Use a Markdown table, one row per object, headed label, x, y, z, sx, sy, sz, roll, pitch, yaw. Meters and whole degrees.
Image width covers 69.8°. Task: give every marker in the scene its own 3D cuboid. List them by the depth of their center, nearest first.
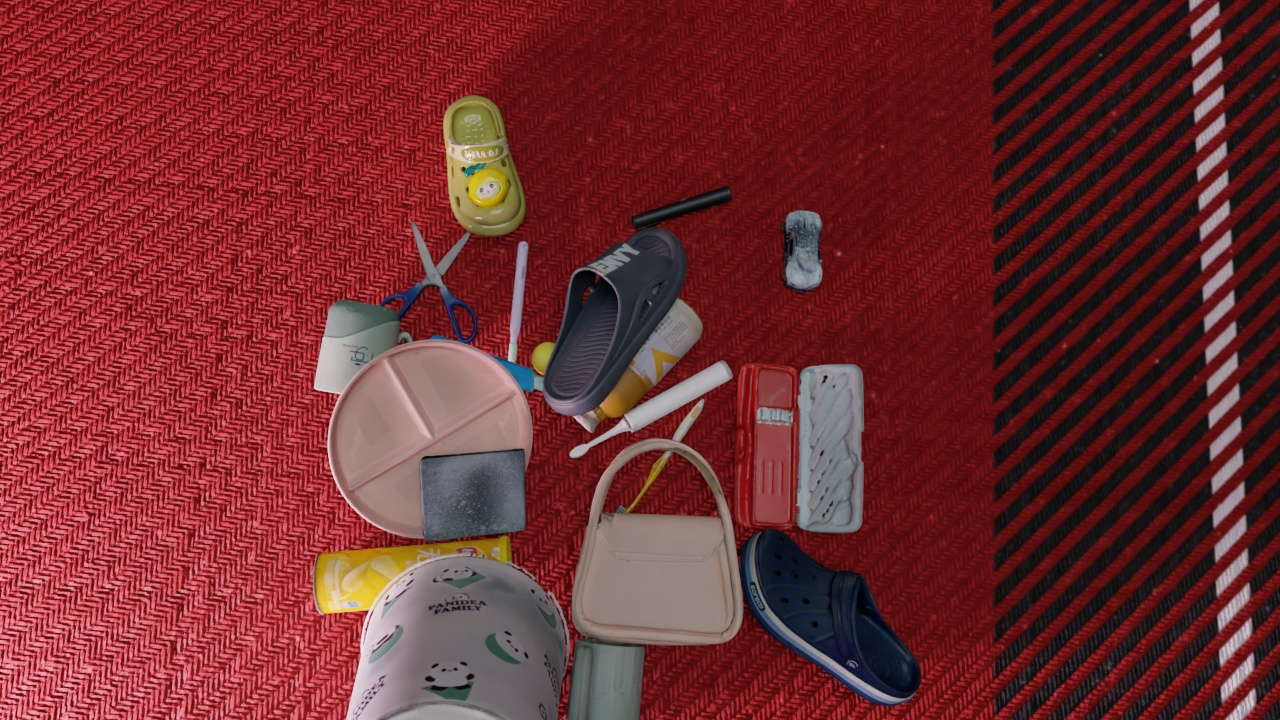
| label | x | y | z | sx | sy | sz | roll | pitch | yaw |
| --- | --- | --- | --- | --- | --- | --- | --- | --- | --- |
| marker | 0.053 | -0.193 | 1.163 | 0.132 | 0.020 | 0.022 | -18 | 70 | -7 |

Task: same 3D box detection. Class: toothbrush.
| label | x | y | z | sx | sy | sz | roll | pitch | yaw |
| --- | --- | --- | --- | --- | --- | --- | --- | --- | --- |
| toothbrush | 0.021 | 0.123 | 1.106 | 0.018 | 0.016 | 0.191 | 33 | 80 | 11 |
| toothbrush | 0.012 | 0.062 | 1.110 | 0.221 | 0.026 | 0.026 | -29 | 72 | -8 |
| toothbrush | -0.151 | -0.055 | 1.123 | 0.029 | 0.021 | 0.189 | 9 | 78 | -31 |

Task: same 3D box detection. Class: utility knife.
| label | x | y | z | sx | sy | sz | roll | pitch | yaw |
| --- | --- | --- | --- | --- | --- | --- | --- | --- | --- |
| utility knife | -0.170 | 0.012 | 1.092 | 0.191 | 0.018 | 0.034 | 18 | 81 | 7 |

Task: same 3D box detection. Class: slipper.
| label | x | y | z | sx | sy | sz | roll | pitch | yaw |
| --- | --- | --- | --- | --- | --- | --- | --- | --- | --- |
| slipper | 0.221 | 0.288 | 1.034 | 0.253 | 0.095 | 0.104 | 42 | 37 | 1 |
| slipper | -0.036 | -0.063 | 1.065 | 0.111 | 0.083 | 0.267 | 13 | 63 | 36 |
| slipper | -0.200 | -0.247 | 1.127 | 0.091 | 0.082 | 0.190 | -13 | 78 | -4 |

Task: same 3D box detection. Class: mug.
| label | x | y | z | sx | sy | sz | roll | pitch | yaw |
| --- | --- | --- | --- | --- | --- | --- | --- | --- | --- |
| mug | -0.045 | 0.362 | 1.004 | 0.084 | 0.124 | 0.103 | 2 | 76 | 20 |
| mug | -0.315 | -0.010 | 1.072 | 0.111 | 0.082 | 0.106 | 11 | 86 | -28 |

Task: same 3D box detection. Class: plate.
| label | x | y | z | sx | sy | sz | roll | pitch | yaw |
| --- | --- | --- | --- | --- | --- | --- | --- | --- | --- |
| plate | -0.237 | 0.089 | 1.048 | 0.229 | 0.028 | 0.229 | -3 | 97 | -22 |

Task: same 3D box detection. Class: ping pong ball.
| label | x | y | z | sx | sy | sz | roll | pitch | yaw |
| --- | --- | --- | --- | --- | --- | --- | --- | --- | --- |
| ping pong ball | -0.111 | -0.002 | 1.106 | 0.040 | 0.040 | 0.040 | 1 | 79 | -4 |

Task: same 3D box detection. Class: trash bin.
| label | x | y | z | sx | sy | sz | roll | pitch | yaw |
| --- | --- | --- | --- | --- | --- | --- | --- | --- | --- |
| trash bin | -0.183 | 0.346 | 0.898 | 0.229 | 0.251 | 0.230 | -1 | 102 | -5 |

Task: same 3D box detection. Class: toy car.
| label | x | y | z | sx | sy | sz | roll | pitch | yaw |
| --- | --- | --- | --- | --- | --- | --- | --- | --- | --- |
| toy car | 0.205 | -0.139 | 1.158 | 0.049 | 0.031 | 0.105 | 2 | 80 | -3 |

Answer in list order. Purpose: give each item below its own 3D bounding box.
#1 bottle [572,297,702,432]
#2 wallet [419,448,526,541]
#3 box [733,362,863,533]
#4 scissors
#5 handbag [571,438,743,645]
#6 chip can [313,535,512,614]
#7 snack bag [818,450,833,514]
| label | x | y | z | sx | sy | sz | roll | pitch | yaw |
| --- | --- | --- | --- | --- | --- | --- | --- | --- | --- |
| bottle | -0.007 | 0.006 | 1.098 | 0.068 | 0.068 | 0.189 | 43 | 80 | 4 |
| wallet | -0.191 | 0.153 | 1.051 | 0.120 | 0.019 | 0.097 | -3 | 97 | -20 |
| box | 0.189 | 0.103 | 1.099 | 0.161 | 0.060 | 0.201 | 1 | 79 | 13 |
| scissors | -0.255 | -0.089 | 1.127 | 0.175 | 0.012 | 0.162 | -43 | 85 | -10 |
| handbag | 0.021 | 0.204 | 1.053 | 0.193 | 0.093 | 0.234 | 3 | 77 | -4 |
| chip can | -0.253 | 0.243 | 1.037 | 0.213 | 0.072 | 0.072 | -5 | 80 | -4 |
| snack bag | 0.232 | 0.136 | 1.111 | 0.045 | 0.026 | 0.105 | 7 | 81 | -6 |
